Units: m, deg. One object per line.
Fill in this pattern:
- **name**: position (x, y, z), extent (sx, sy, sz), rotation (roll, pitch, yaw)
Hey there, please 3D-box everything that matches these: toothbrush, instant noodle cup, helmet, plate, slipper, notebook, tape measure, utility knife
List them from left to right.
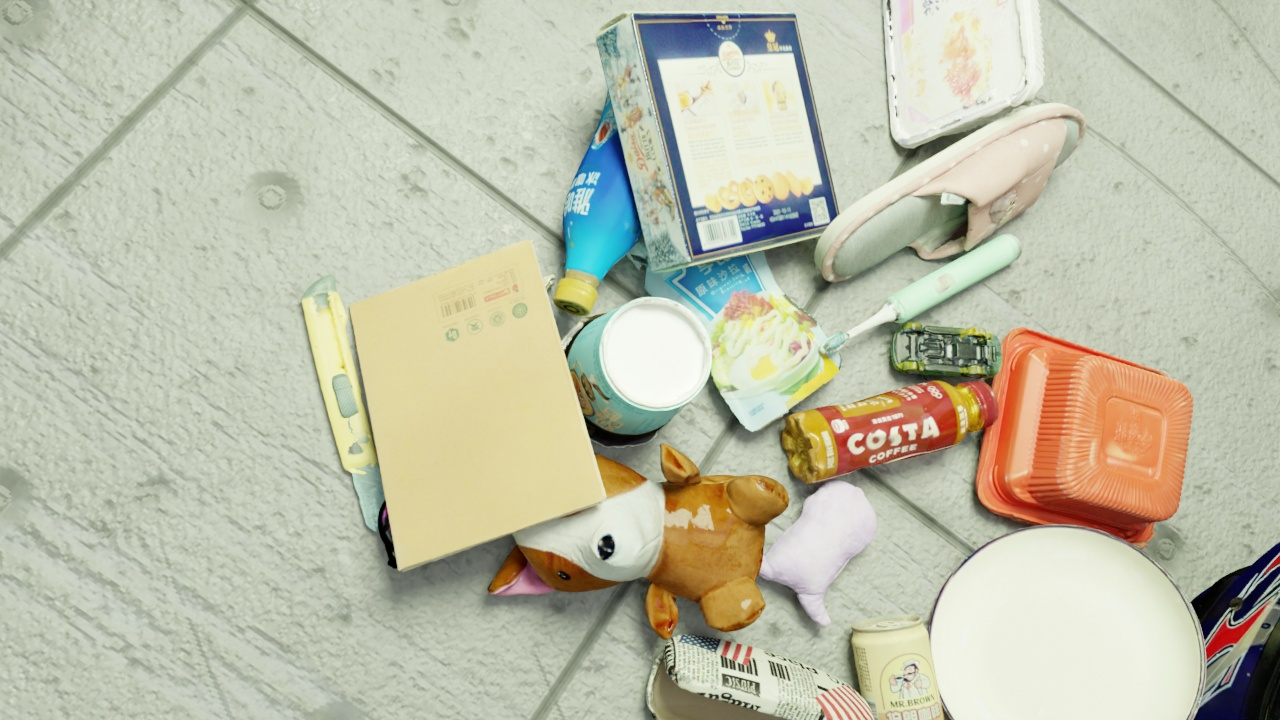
- **utility knife**: position (-0.214, 0.033, 0.672), extent (0.031, 0.021, 0.198), rotation (-15, 89, -16)
- **tape measure**: position (-0.156, 0.114, 0.650), extent (0.057, 0.039, 0.058), rotation (-8, 84, -27)
- **notebook**: position (-0.120, 0.025, 0.642), extent (0.148, 0.008, 0.207), rotation (-20, 67, 4)
- **instant noodle cup**: position (-0.004, 0.004, 0.667), extent (0.111, 0.121, 0.111), rotation (2, 79, -13)
- **toothbrush**: position (0.237, -0.055, 0.772), extent (0.224, 0.027, 0.026), rotation (-27, 82, -21)
- **slipper**: position (0.268, -0.132, 0.764), extent (0.274, 0.114, 0.054), rotation (-26, 62, -14)
- **instant noodle cup**: position (0.282, -0.275, 0.787), extent (0.060, 0.138, 0.173), rotation (8, 77, -35)
- **plate**: position (0.317, 0.220, 0.692), extent (0.039, 0.193, 0.192), rotation (41, 70, -42)
- **instant noodle cup**: position (0.385, 0.067, 0.770), extent (0.188, 0.079, 0.164), rotation (14, 81, -15)
- **helmet**: position (0.509, 0.257, 0.675), extent (0.247, 0.240, 0.315), rotation (32, 84, 13)

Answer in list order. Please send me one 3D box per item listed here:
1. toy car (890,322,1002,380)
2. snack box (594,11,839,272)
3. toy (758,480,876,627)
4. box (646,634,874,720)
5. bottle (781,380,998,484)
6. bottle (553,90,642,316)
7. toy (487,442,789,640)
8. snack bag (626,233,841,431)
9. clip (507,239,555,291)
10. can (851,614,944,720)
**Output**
- **toy car**: position (0.255, -0.005, 0.772), extent (0.091, 0.036, 0.043), rotation (6, 75, -1)
- **snack box**: position (0.067, -0.172, 0.706), extent (0.177, 0.046, 0.182), rotation (-17, 95, -38)
- **toy**: position (0.144, 0.144, 0.720), extent (0.084, 0.039, 0.107), rotation (43, 73, -3)
- **box**: position (0.091, 0.242, 0.666), extent (0.163, 0.087, 0.076), rotation (19, 61, -6)
- **bottle**: position (0.204, 0.053, 0.740), extent (0.174, 0.057, 0.057), rotation (-12, 83, -15)
- **bottle**: position (-0.019, -0.137, 0.710), extent (0.065, 0.065, 0.218), rotation (21, 72, -9)
- **toy**: position (-0.003, 0.125, 0.653), extent (0.199, 0.130, 0.140), rotation (12, 89, -2)
- **snack bag**: position (0.074, -0.046, 0.739), extent (0.110, 0.039, 0.191), rotation (-33, 87, -14)
- **clip**: position (-0.120, -0.063, 0.700), extent (0.104, 0.035, 0.081), rotation (-16, 87, -7)
- **can**: position (0.199, 0.258, 0.702), extent (0.058, 0.059, 0.116), rotation (-6, 81, -14)
